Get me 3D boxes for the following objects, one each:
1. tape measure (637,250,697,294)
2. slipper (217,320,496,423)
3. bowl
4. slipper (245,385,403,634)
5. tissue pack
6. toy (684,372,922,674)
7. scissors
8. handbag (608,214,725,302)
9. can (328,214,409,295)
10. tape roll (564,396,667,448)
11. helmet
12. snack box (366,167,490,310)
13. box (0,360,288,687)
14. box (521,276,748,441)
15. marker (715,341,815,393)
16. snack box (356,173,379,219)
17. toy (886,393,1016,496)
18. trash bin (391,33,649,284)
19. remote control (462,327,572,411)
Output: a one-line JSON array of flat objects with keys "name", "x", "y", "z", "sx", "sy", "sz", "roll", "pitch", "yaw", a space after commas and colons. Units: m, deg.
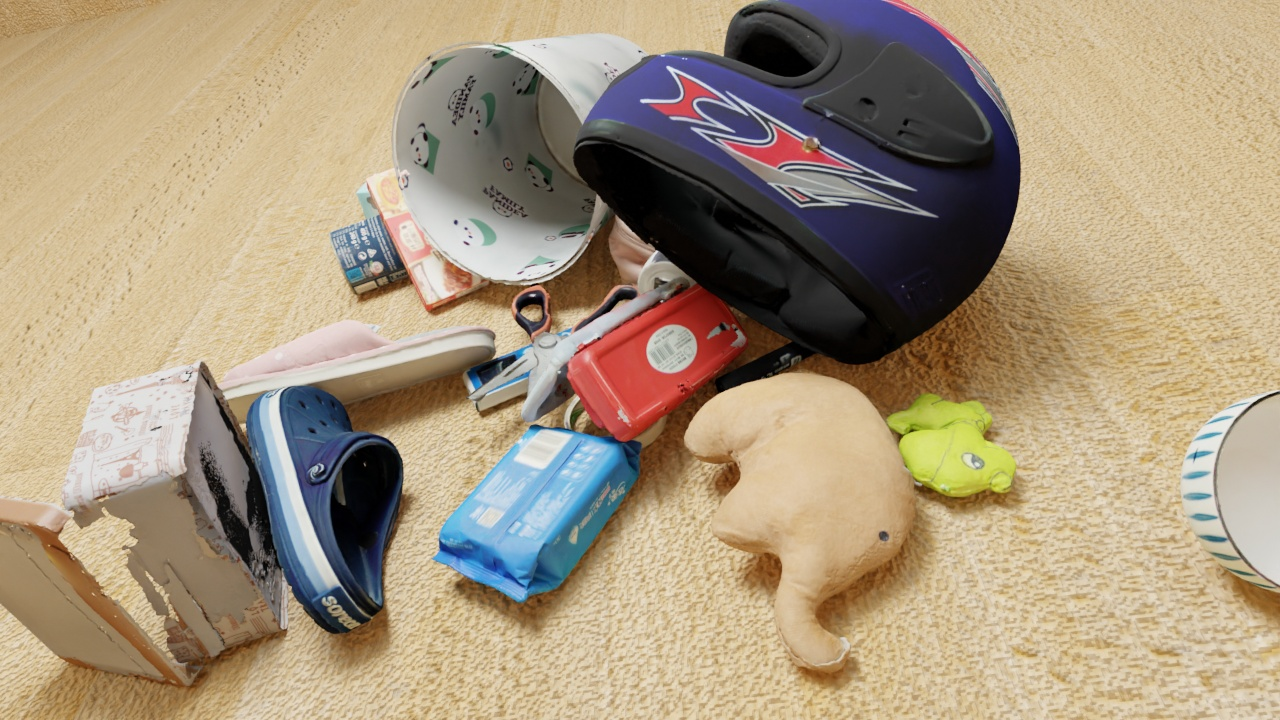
[{"name": "tape measure", "x": 0.032, "y": -0.071, "z": 0.846, "sx": 0.066, "sy": 0.066, "sz": 0.033, "roll": 14, "pitch": 40, "yaw": 16}, {"name": "slipper", "x": -0.267, "y": 0.003, "z": 0.829, "sx": 0.274, "sy": 0.114, "sz": 0.054, "roll": -14, "pitch": 76, "yaw": -3}, {"name": "bowl", "x": 0.367, "y": 0.076, "z": 0.533, "sx": 0.116, "sy": 0.116, "sz": 0.066, "roll": -19, "pitch": -7, "yaw": -6}, {"name": "slipper", "x": -0.231, "y": 0.091, "z": 0.699, "sx": 0.095, "sy": 0.105, "sz": 0.252, "roll": -26, "pitch": 39, "yaw": -7}, {"name": "tissue pack", "x": -0.072, "y": 0.107, "z": 0.670, "sx": 0.095, "sy": 0.052, "sz": 0.156, "roll": 11, "pitch": 43, "yaw": 32}, {"name": "toy", "x": 0.115, "y": 0.092, "z": 0.611, "sx": 0.143, "sy": 0.082, "sz": 0.225, "roll": -19, "pitch": 40, "yaw": 3}, {"name": "scissors", "x": -0.075, "y": -0.023, "z": 0.824, "sx": 0.188, "sy": 0.015, "sz": 0.225, "roll": -14, "pitch": 33, "yaw": -14}, {"name": "handbag", "x": 0.106, "y": -0.128, "z": 0.901, "sx": 0.234, "sy": 0.093, "sz": 0.192, "roll": 20, "pitch": 49, "yaw": 27}, {"name": "can", "x": -0.281, "y": -0.125, "z": 1.020, "sx": 0.111, "sy": 0.075, "sz": 0.075, "roll": -22, "pitch": 38, "yaw": -9}, {"name": "tape roll", "x": -0.021, "y": 0.046, "z": 0.762, "sx": 0.086, "sy": 0.014, "sz": 0.085, "roll": -10, "pitch": 37, "yaw": 7}, {"name": "helmet", "x": 0.136, "y": -0.163, "z": 0.708, "sx": 0.315, "sy": 0.248, "sz": 0.240, "roll": 34, "pitch": 78, "yaw": -5}, {"name": "snack box", "x": -0.225, "y": -0.136, "z": 0.974, "sx": 0.075, "sy": 0.153, "sz": 0.025, "roll": -25, "pitch": -5, "yaw": -16}, {"name": "box", "x": -0.365, "y": 0.131, "z": 0.636, "sx": 0.184, "sy": 0.183, "sz": 0.154, "roll": -16, "pitch": 36, "yaw": -7}, {"name": "box", "x": -0.006, "y": 0.004, "z": 0.750, "sx": 0.102, "sy": 0.095, "sz": 0.200, "roll": -35, "pitch": -1, "yaw": 39}, {"name": "marker", "x": 0.122, "y": -0.004, "z": 0.774, "sx": 0.132, "sy": 0.020, "sz": 0.022, "roll": -26, "pitch": 34, "yaw": -16}, {"name": "snack box", "x": -0.239, "y": -0.182, "z": 1.079, "sx": 0.175, "sy": 0.074, "sz": 0.051, "roll": 0, "pitch": 38, "yaw": 18}, {"name": "toy", "x": 0.218, "y": 0.061, "z": 0.650, "sx": 0.097, "sy": 0.031, "sz": 0.099, "roll": 10, "pitch": 39, "yaw": 29}, {"name": "trash bin", "x": -0.091, "y": -0.230, "z": 0.959, "sx": 0.230, "sy": 0.230, "sz": 0.251, "roll": 5, "pitch": 27, "yaw": 23}, {"name": "remote control", "x": -0.097, "y": 0.006, "z": 0.831, "sx": 0.124, "sy": 0.024, "sz": 0.049, "roll": -22, "pitch": 37, "yaw": -11}]
